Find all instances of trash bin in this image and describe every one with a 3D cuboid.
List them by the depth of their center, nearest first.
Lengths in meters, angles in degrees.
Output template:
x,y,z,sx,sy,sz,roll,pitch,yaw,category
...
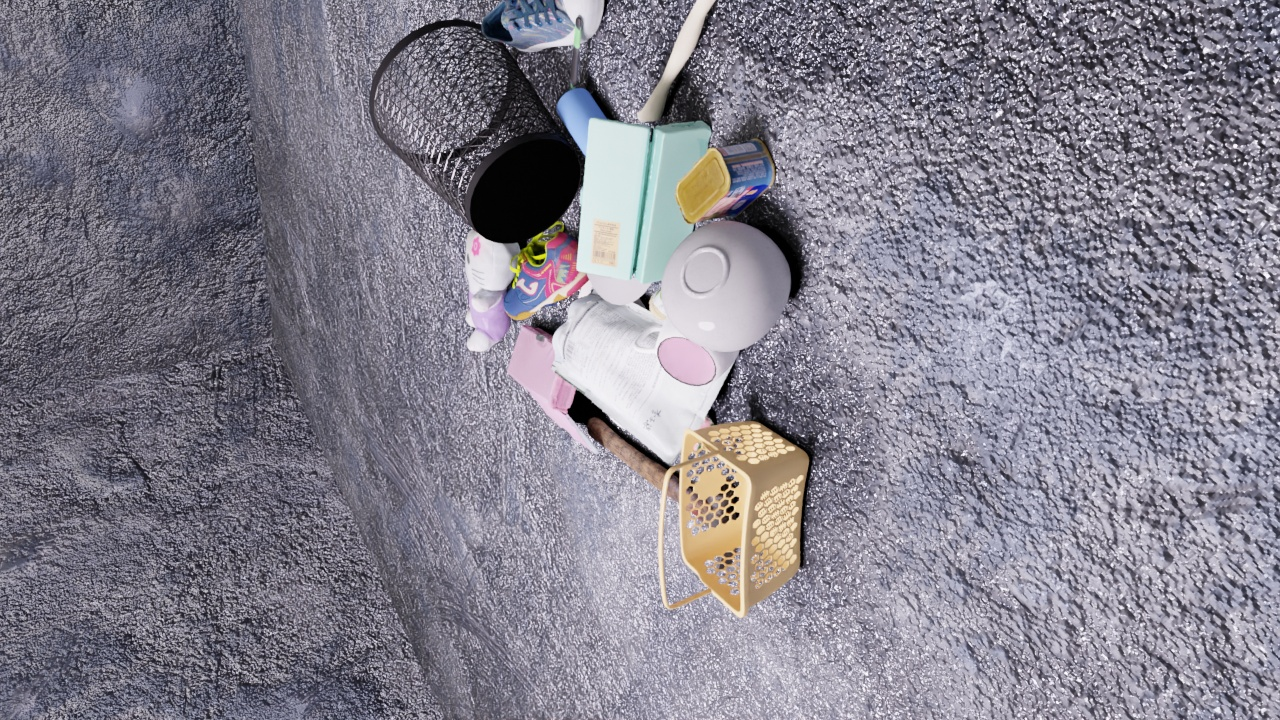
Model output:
x,y,z,sx,sy,sz,roll,pitch,yaw,category
-0.211,-0.295,1.230,0.243,0.216,0.217,51,143,30,trash bin

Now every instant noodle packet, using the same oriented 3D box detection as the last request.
x,y,z,sx,sy,sz,roll,pitch,yaw,category
-0.007,0.007,1.141,0.269,0.057,0.147,33,98,42,instant noodle packet

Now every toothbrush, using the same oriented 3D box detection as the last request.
x,y,z,sx,sy,sz,roll,pitch,yaw,category
-0.085,-0.348,1.151,0.014,0.017,0.188,41,151,18,toothbrush
-0.183,-0.101,1.469,0.190,0.017,0.016,14,115,57,toothbrush

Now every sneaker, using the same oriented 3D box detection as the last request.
x,y,z,sx,sy,sz,roll,pitch,yaw,category
-0.127,-0.432,1.148,0.236,0.079,0.087,8,111,58,sneaker
-0.148,-0.131,1.325,0.091,0.116,0.242,50,150,-15,sneaker

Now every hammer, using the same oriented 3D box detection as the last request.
x,y,z,sx,sy,sz,roll,pitch,yaw,category
0.019,0.160,1.246,0.330,0.033,0.120,31,131,51,hammer

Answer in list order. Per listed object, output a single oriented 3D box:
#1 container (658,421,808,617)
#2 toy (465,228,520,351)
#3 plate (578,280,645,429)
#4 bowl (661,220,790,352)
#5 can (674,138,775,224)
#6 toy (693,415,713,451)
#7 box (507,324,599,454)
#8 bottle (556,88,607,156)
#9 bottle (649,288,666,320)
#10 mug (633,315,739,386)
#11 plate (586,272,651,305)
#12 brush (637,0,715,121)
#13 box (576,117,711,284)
x,y,z,sx,sy,sz,roll,pitch,yaw,category
0.087,0.171,0.998,0.129,0.166,0.184,33,132,49,container
-0.238,-0.123,1.456,0.137,0.085,0.210,-107,24,-56,toy
-0.043,-0.007,1.266,0.229,0.030,0.230,34,132,48,plate
0.078,-0.080,0.926,0.132,0.064,0.131,-10,71,30,bowl
0.084,-0.182,0.938,0.100,0.058,0.054,-38,71,58,can
0.046,0.060,1.137,0.112,0.050,0.087,56,146,19,toy
-0.141,0.042,1.388,0.233,0.075,0.173,-156,55,-64,box
-0.055,-0.277,1.136,0.131,0.048,0.048,59,147,24,bottle
0.048,-0.077,1.069,0.110,0.042,0.042,-28,80,61,bottle
0.051,-0.024,1.027,0.124,0.076,0.090,5,133,31,mug
-0.033,-0.156,1.145,0.173,0.019,0.173,5,97,52,plate
0.051,-0.327,0.936,0.273,0.062,0.077,135,131,-61,brush
0.001,-0.173,1.013,0.056,0.138,0.187,-115,25,-50,box
